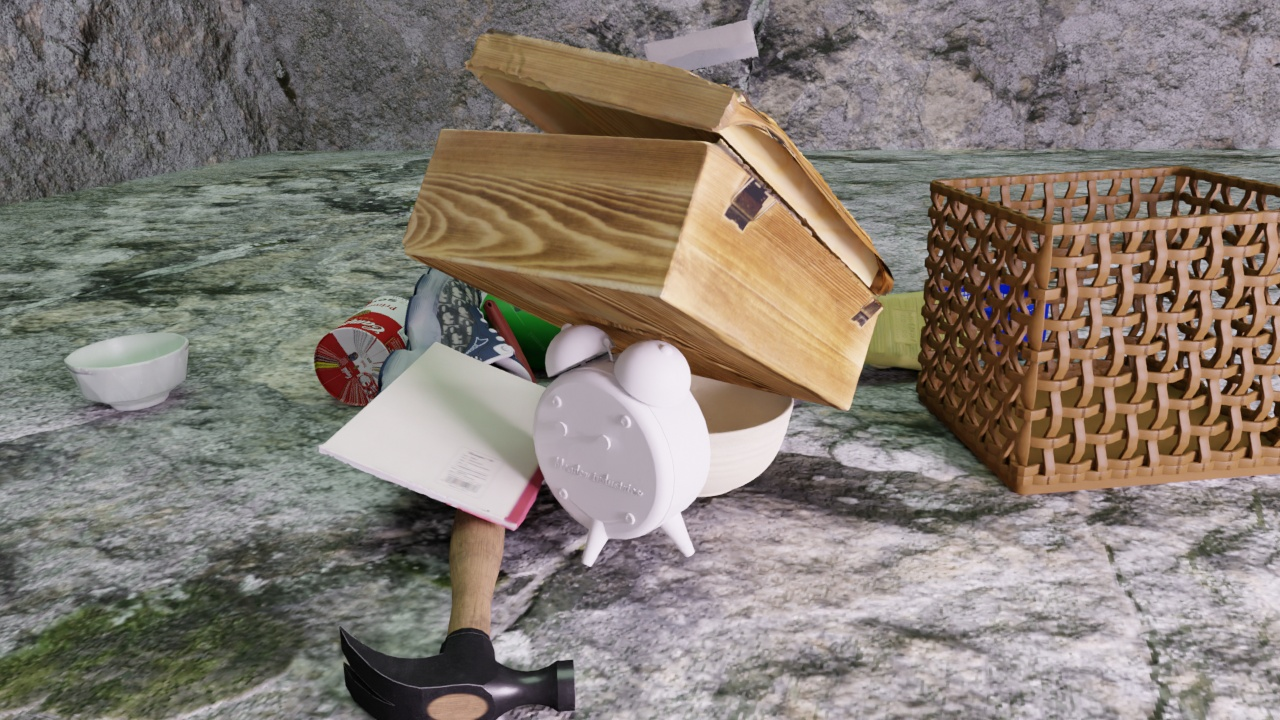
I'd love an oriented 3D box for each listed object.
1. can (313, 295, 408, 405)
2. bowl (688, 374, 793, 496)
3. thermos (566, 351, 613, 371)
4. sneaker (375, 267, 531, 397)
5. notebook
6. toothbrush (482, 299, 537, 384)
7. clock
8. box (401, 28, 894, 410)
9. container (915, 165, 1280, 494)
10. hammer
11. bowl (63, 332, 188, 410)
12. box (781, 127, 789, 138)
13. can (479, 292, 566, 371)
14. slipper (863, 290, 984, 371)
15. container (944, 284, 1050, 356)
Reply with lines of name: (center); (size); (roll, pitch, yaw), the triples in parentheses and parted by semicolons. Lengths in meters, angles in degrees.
can: (-0.286, -0.013, 0.989); (0.087, 0.087, 0.116); (0, 20, 8)
bowl: (0.049, 0.064, 0.754); (0.151, 0.075, 0.150); (-3, 20, 1)
thermos: (-0.005, 0.005, 0.907); (0.086, 0.086, 0.198); (7, 22, 23)
sneaker: (-0.171, 0.002, 0.901); (0.132, 0.103, 0.268); (9, 35, -6)
notebook: (-0.137, 0.052, 0.735); (0.153, 0.012, 0.208); (22, 24, 2)
toothbrush: (-0.124, -0.003, 0.935); (0.016, 0.016, 0.189); (-27, 51, -9)
clock: (-0.020, 0.060, 0.644); (0.125, 0.161, 0.072); (13, 25, 37)
box: (0.025, -0.085, 0.656); (0.245, 0.168, 0.279); (17, -6, 37)
container: (0.401, -0.038, 0.788); (0.251, 0.214, 0.219); (-4, 20, -4)
hammer: (-0.119, 0.138, 0.633); (0.132, 0.040, 0.305); (-1, 19, -7)
bowl: (-0.540, 0.016, 0.979); (0.117, 0.061, 0.117); (-3, 20, 1)
box: (0.116, -0.218, 1.347); (0.167, 0.119, 0.477); (-6, 40, 20)
can: (-0.118, -0.034, 1.027); (0.140, 0.088, 0.087); (4, 21, 16)
slipper: (0.274, -0.023, 0.985); (0.190, 0.091, 0.082); (2, -22, -16)
container: (0.399, -0.048, 1.047); (0.096, 0.058, 0.114); (-12, 22, -24)
